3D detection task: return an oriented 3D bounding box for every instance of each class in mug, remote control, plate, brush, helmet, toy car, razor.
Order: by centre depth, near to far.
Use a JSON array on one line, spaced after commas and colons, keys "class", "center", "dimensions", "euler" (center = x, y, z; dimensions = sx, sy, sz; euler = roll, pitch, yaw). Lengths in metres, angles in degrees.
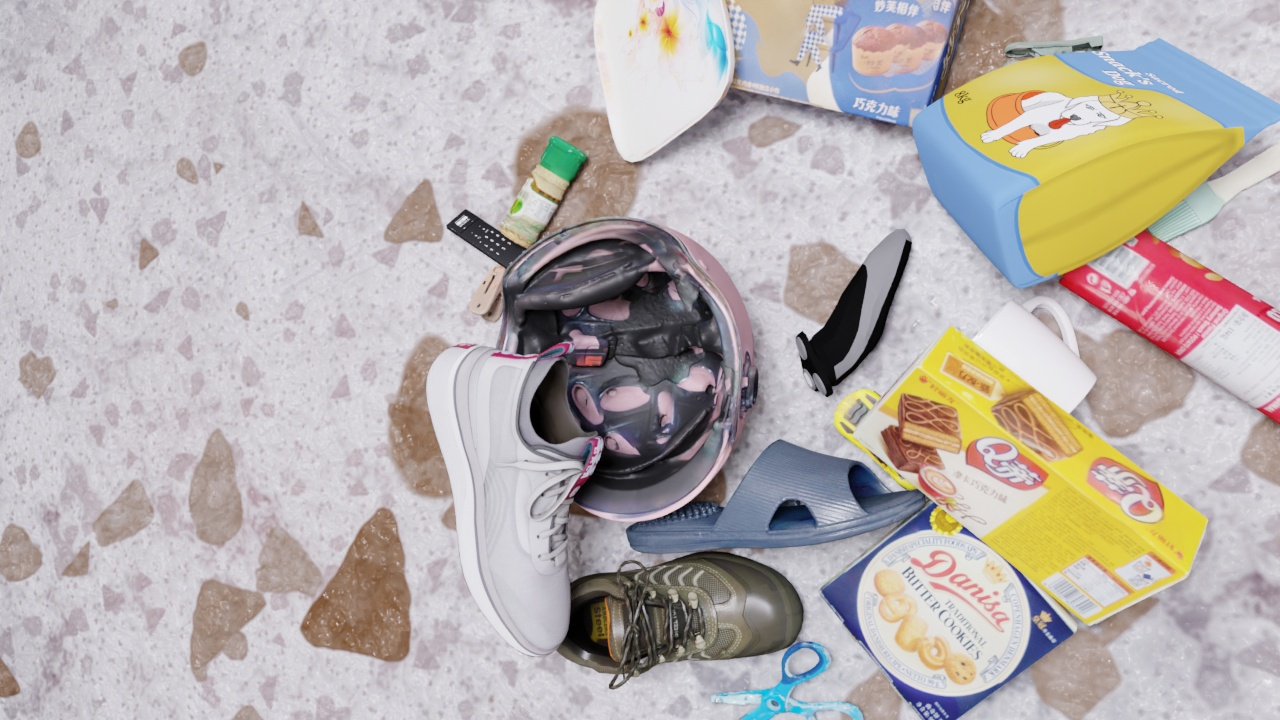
[{"class": "brush", "center": [0.495, -0.158, 0.708], "dimensions": [0.218, 0.012, 0.033], "euler": [-32, 75, 14]}, {"class": "mug", "center": [0.314, -0.001, 0.737], "dimensions": [0.087, 0.081, 0.114], "euler": [42, 70, 13]}, {"class": "toy car", "center": [0.215, 0.069, 0.787], "dimensions": [0.107, 0.030, 0.049], "euler": [41, 99, 17]}, {"class": "razor", "center": [0.190, -0.044, 0.793], "dimensions": [0.060, 0.057, 0.156], "euler": [38, 92, -10]}, {"class": "helmet", "center": [-0.005, 0.005, 0.807], "dimensions": [0.230, 0.152, 0.255], "euler": [-12, 91, 23]}, {"class": "plate", "center": [0.020, -0.292, 0.843], "dimensions": [0.187, 0.016, 0.187], "euler": [-22, 76, 54]}, {"class": "remote control", "center": [-0.138, -0.112, 0.935], "dimensions": [0.140, 0.009, 0.030], "euler": [34, 64, 20]}]

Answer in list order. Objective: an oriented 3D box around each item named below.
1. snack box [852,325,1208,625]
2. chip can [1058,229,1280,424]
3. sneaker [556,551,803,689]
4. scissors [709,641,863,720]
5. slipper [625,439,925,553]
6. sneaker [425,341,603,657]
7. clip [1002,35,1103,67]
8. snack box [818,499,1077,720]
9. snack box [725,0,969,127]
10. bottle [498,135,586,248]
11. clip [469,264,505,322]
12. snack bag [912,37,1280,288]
[{"class": "snack box", "center": [0.288, 0.087, 0.697], "dimensions": [0.230, 0.061, 0.110], "euler": [40, 144, 11]}, {"class": "chip can", "center": [0.434, -0.022, 0.689], "dimensions": [0.233, 0.073, 0.073], "euler": [39, 100, 19]}, {"class": "sneaker", "center": [0.013, 0.220, 0.791], "dimensions": [0.238, 0.142, 0.101], "euler": [-9, 82, 19]}, {"class": "scissors", "center": [0.120, 0.287, 0.802], "dimensions": [0.141, 0.013, 0.114], "euler": [-5, 108, 22]}, {"class": "slipper", "center": [0.103, 0.113, 0.785], "dimensions": [0.264, 0.101, 0.082], "euler": [-11, 91, 24]}, {"class": "sneaker", "center": [-0.080, 0.108, 0.736], "dimensions": [0.129, 0.096, 0.263], "euler": [-10, 93, 31]}, {"class": "clip", "center": [0.345, -0.259, 0.765], "dimensions": [0.078, 0.023, 0.049], "euler": [19, 91, 19]}, {"class": "snack box", "center": [0.249, 0.203, 0.757], "dimensions": [0.145, 0.042, 0.144], "euler": [-44, 72, 13]}, {"class": "snack box", "center": [0.167, -0.298, 0.784], "dimensions": [0.203, 0.069, 0.155], "euler": [19, 114, 20]}, {"class": "bottle", "center": [-0.098, -0.167, 0.915], "dimensions": [0.043, 0.043, 0.111], "euler": [36, 100, 19]}, {"class": "clip", "center": [-0.150, -0.066, 0.940], "dimensions": [0.024, 0.039, 0.060], "euler": [22, 71, 20]}, {"class": "snack bag", "center": [0.335, -0.166, 0.690], "dimensions": [0.205, 0.102, 0.158], "euler": [-26, 38, 10]}]
